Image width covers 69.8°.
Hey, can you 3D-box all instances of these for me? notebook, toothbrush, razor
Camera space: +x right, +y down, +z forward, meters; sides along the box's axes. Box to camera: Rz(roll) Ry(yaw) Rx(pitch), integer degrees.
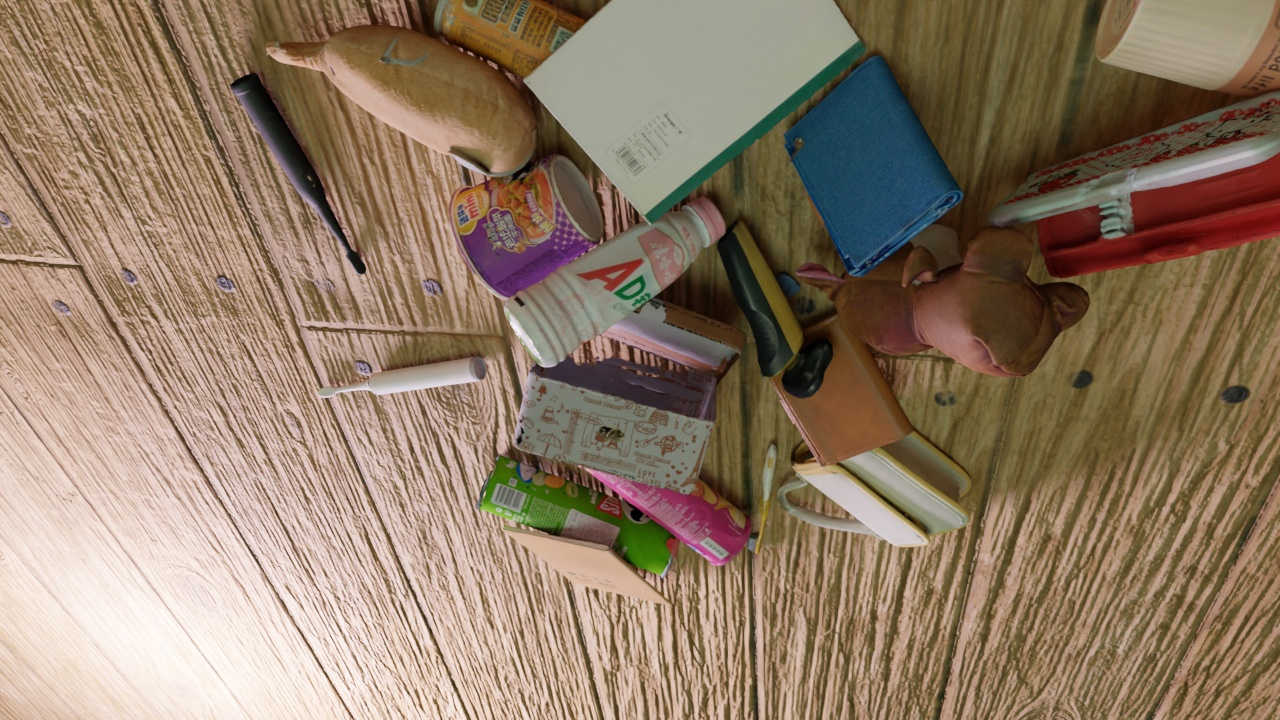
[{"bbox_3d":[0.041,-0.218,0.675,0.209,0.012,0.150,-37,115,15],"label":"notebook"},{"bbox_3d":[0.137,0.159,1.035,0.018,0.016,0.192,15,135,15],"label":"toothbrush"},{"bbox_3d":[-0.316,-0.168,0.868,0.027,0.026,0.213,25,148,45],"label":"toothbrush"},{"bbox_3d":[-0.061,0.252,1.118,0.148,0.008,0.208,5,152,28],"label":"notebook"},{"bbox_3d":[0.117,-0.046,0.813,0.067,0.062,0.167,-28,102,-2],"label":"razor"},{"bbox_3d":[-0.272,0.023,1.025,0.221,0.026,0.026,-8,89,23],"label":"toothbrush"}]

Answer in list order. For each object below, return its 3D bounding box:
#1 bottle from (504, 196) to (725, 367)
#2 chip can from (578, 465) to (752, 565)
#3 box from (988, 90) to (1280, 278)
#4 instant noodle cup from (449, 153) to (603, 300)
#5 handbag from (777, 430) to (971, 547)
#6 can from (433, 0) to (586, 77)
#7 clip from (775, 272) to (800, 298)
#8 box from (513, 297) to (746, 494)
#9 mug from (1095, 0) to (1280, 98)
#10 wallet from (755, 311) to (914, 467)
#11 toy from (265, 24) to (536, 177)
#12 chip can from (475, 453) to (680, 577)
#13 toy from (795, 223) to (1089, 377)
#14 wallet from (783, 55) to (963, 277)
[{"bbox_3d":[-0.017,-0.072,0.771,0.196,0.068,0.068,-34,125,-11],"label":"bottle"},{"bbox_3d":[0.027,0.144,1.016,0.210,0.071,0.072,39,130,-19],"label":"chip can"},{"bbox_3d":[0.341,-0.114,0.623,0.099,0.095,0.202,-7,178,-31],"label":"box"},{"bbox_3d":[-0.094,-0.121,0.794,0.099,0.111,0.111,-24,121,22],"label":"instant noodle cup"},{"bbox_3d":[0.233,0.142,0.965,0.163,0.063,0.179,37,134,-15],"label":"handbag"},{"bbox_3d":[-0.080,-0.246,0.704,0.146,0.058,0.058,24,133,-5],"label":"can"},{"bbox_3d":[0.121,-0.058,0.845,0.024,0.028,0.057,36,122,-19],"label":"clip"},{"bbox_3d":[-0.004,0.003,0.860,0.182,0.150,0.168,15,112,-1],"label":"box"},{"bbox_3d":[0.363,-0.231,0.575,0.106,0.081,0.115,15,118,5],"label":"mug"},{"bbox_3d":[0.175,0.032,0.868,0.119,0.035,0.130,-29,93,40],"label":"wallet"},{"bbox_3d":[-0.186,-0.218,0.721,0.226,0.082,0.143,26,173,-7],"label":"toy"},{"bbox_3d":[-0.070,0.182,1.077,0.236,0.072,0.072,20,133,-2],"label":"chip can"},{"bbox_3d":[0.233,-0.055,0.729,0.140,0.130,0.200,32,163,-29],"label":"toy"},{"bbox_3d":[0.169,-0.143,0.685,0.040,0.133,0.107,3,146,-42],"label":"wallet"}]
